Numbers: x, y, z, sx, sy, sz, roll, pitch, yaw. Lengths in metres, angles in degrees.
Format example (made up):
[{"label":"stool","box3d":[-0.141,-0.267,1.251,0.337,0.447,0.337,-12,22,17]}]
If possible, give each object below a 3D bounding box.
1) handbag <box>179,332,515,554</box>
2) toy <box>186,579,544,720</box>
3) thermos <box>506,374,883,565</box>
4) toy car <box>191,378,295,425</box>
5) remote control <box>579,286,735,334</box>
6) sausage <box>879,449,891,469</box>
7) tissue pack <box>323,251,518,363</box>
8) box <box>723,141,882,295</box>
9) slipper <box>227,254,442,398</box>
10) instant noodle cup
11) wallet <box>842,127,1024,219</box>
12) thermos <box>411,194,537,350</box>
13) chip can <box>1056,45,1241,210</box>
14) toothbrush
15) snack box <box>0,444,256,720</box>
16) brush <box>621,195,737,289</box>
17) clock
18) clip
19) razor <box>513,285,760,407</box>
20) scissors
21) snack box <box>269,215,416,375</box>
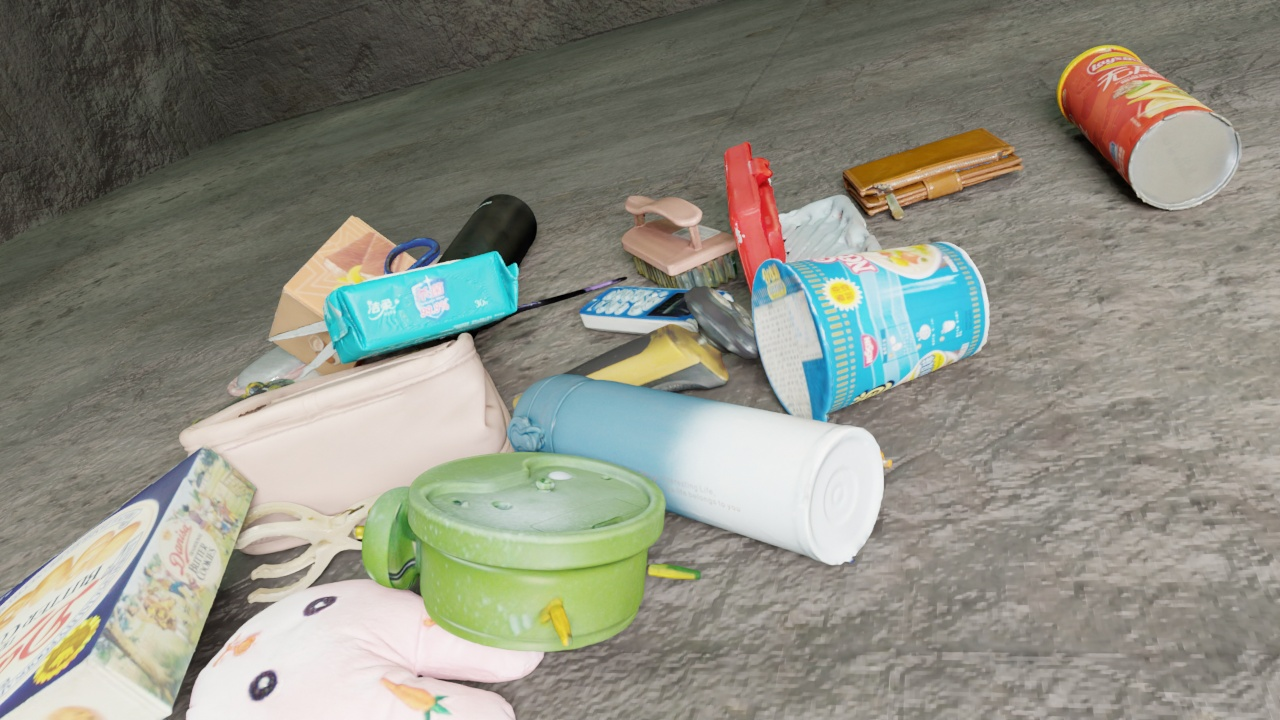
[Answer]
[{"label":"handbag","box3d":[-0.191,0.032,0.654,0.193,0.093,0.234,-17,17,-2]},{"label":"toy","box3d":[-0.125,0.142,0.413,0.159,0.054,0.121,-5,25,11]},{"label":"thermos","box3d":[0.016,0.049,0.487,0.221,0.070,0.070,9,37,44]},{"label":"toy car","box3d":[-0.318,0.047,0.742,0.043,0.036,0.091,7,34,40]},{"label":"remote control","box3d":[0.011,-0.037,0.707,0.125,0.024,0.048,6,35,43]},{"label":"sausage","box3d":[0.063,0.046,0.511,0.165,0.021,0.021,7,35,41]},{"label":"tissue pack","box3d":[-0.155,-0.039,0.652,0.133,0.050,0.093,-17,2,-27]},{"label":"box","box3d":[0.121,-0.116,0.710,0.100,0.095,0.200,-16,24,10]},{"label":"slipper","box3d":[-0.279,-0.046,0.880,0.114,0.054,0.273,3,33,38]},{"label":"instant noodle cup","box3d":[0.134,-0.022,0.529,0.109,0.099,0.099,-15,24,-13]},{"label":"wallet","box3d":[0.249,-0.164,0.792,0.131,0.035,0.118,-16,26,9]},{"label":"thermos","box3d":[-0.144,-0.088,0.858,0.090,0.068,0.242,-25,24,18]},{"label":"chip can","box3d":[0.382,-0.184,0.705,0.073,0.073,0.216,-10,28,16]},{"label":"toothbrush","box3d":[-0.088,-0.048,0.771,0.188,0.017,0.014,-21,7,-32]},{"label":"snack box","box3d":[-0.292,0.147,0.459,0.178,0.046,0.182,-35,25,5]},{"label":"brush","box3d":[0.025,-0.103,0.775,0.063,0.073,0.145,-25,25,-12]},{"label":"clock","box3d":[-0.062,0.082,0.434,0.161,0.056,0.115,13,13,37]},{"label":"clip","box3d":[-0.188,0.116,0.543,0.104,0.087,0.035,4,17,-21]},{"label":"razor","box3d":[-0.004,0.003,0.598,0.167,0.067,0.062,-22,23,6]},{"label":"scissors","box3d":[-0.200,-0.046,0.718,0.162,0.012,0.162,1,50,-9]},{"label":"snack box","box3d":[-0.247,-0.048,0.774,0.093,0.077,0.094,-41,15,53]}]
